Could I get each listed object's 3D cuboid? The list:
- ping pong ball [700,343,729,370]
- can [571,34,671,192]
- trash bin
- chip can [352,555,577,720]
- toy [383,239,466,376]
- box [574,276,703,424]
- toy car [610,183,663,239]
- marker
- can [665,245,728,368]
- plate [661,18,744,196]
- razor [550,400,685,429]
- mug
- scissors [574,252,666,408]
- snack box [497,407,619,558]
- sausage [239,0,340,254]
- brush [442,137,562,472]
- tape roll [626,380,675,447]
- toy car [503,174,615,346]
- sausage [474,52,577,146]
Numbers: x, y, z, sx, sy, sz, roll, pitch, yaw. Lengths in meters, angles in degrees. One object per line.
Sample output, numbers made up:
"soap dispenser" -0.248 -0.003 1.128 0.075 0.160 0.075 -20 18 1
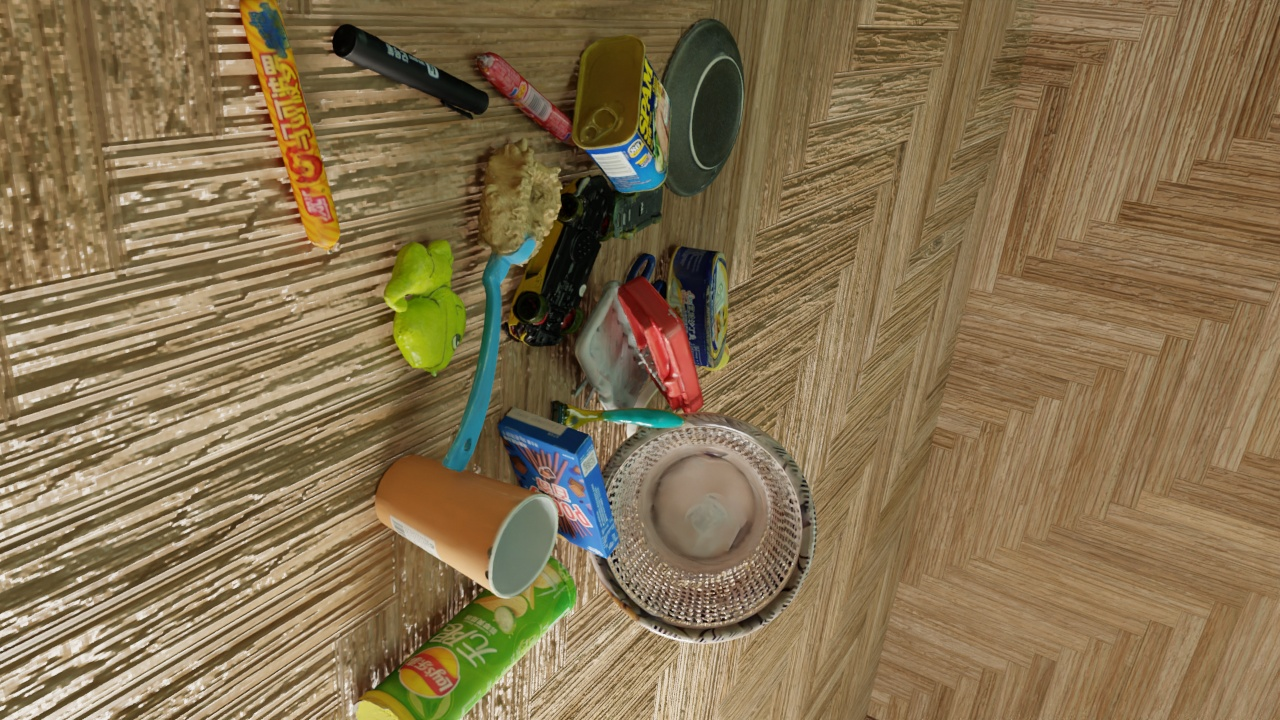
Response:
"ping pong ball" 0.087 -0.008 1.102 0.040 0.040 0.040 -39 138 -47
"can" -0.012 -0.202 0.764 0.083 0.057 0.102 41 50 -63
"trash bin" 0.067 0.169 0.991 0.192 0.227 0.227 30 78 -84
"chip can" -0.142 0.250 0.799 0.220 0.073 0.073 -36 136 -48
"toy" -0.152 -0.036 0.651 0.096 0.031 0.100 -23 124 -65
"box" -0.009 0.006 0.878 0.098 0.095 0.201 -35 155 -6
"toy car" -0.008 -0.143 0.850 0.091 0.036 0.043 -34 133 -49
"marker" -0.145 -0.184 0.592 0.022 0.020 0.131 -48 159 17
"can" 0.063 -0.057 1.005 0.074 0.049 0.148 -61 155 -44
"plate" 0.070 -0.255 0.941 0.178 0.024 0.180 -40 139 -47
"razor" -0.021 0.057 0.883 0.132 0.028 0.043 0 108 -17
"mug" -0.133 0.117 0.680 0.078 0.123 0.078 -38 137 -48
"scissors" -0.016 -0.026 0.933 0.141 0.012 0.171 -1 109 -62
"snack box" -0.072 0.114 0.833 0.026 0.085 0.157 -52 146 -34
"sausage" -0.197 -0.133 0.521 0.021 0.021 0.165 -45 142 -42
"brush" -0.107 -0.043 0.684 0.083 0.046 0.254 41 58 -68
"tape roll" 0.015 0.056 1.022 0.085 0.014 0.086 -42 149 -34
"toy car" -0.065 -0.083 0.772 0.071 0.041 0.156 15 97 -63
"sausage" -0.081 -0.195 0.702 0.155 0.020 0.020 25 84 -63
